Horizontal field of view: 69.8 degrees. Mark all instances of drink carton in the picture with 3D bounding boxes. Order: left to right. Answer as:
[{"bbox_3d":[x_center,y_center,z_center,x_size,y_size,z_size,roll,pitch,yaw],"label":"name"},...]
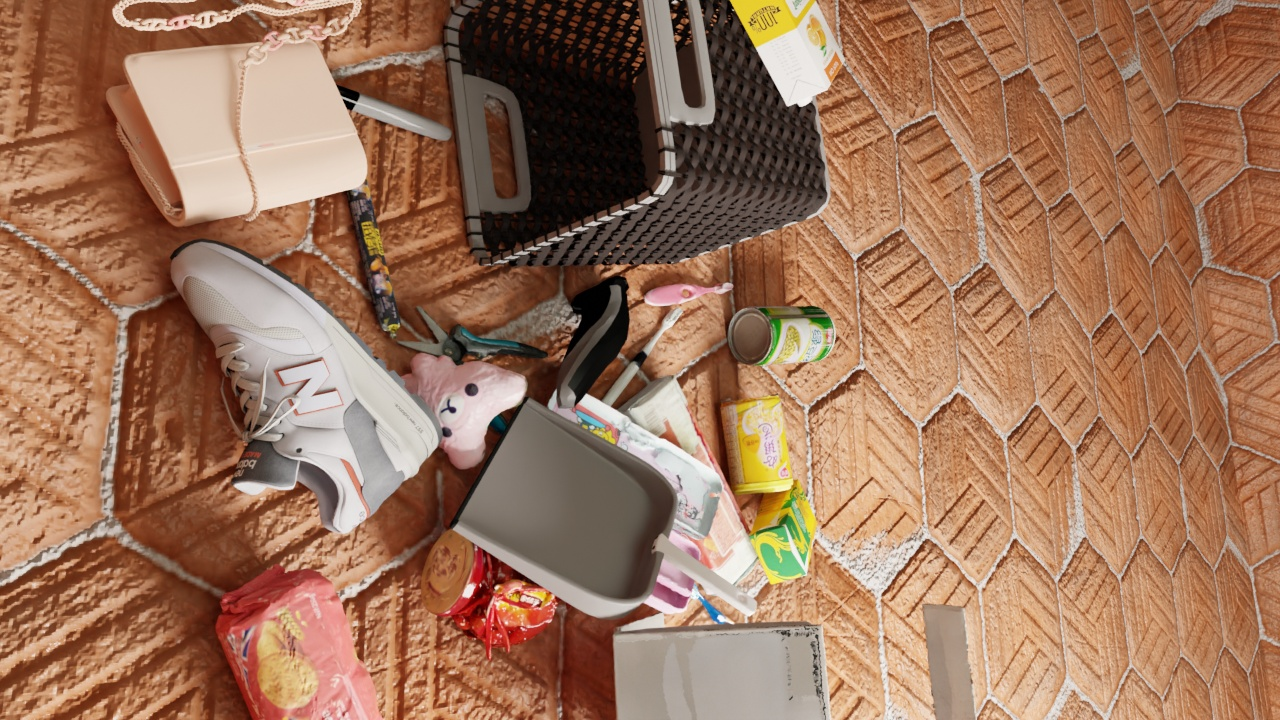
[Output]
[{"bbox_3d":[0.157,0.182,0.994,0.058,0.041,0.122,65,23,-10],"label":"drink carton"},{"bbox_3d":[0.125,-0.283,0.780,0.122,0.040,0.058,54,45,-24],"label":"drink carton"}]

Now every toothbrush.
[{"bbox_3d":[-0.006,0.005,0.931,0.012,0.017,0.186,40,54,-4],"label":"toothbrush"},{"bbox_3d":[0.054,-0.075,1.005,0.134,0.016,0.021,-12,88,-44],"label":"toothbrush"},{"bbox_3d":[0.085,0.271,0.952,0.135,0.021,0.017,49,12,-23],"label":"toothbrush"}]

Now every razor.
[{"bbox_3d":[-0.045,-0.014,0.859,0.060,0.057,0.155,12,47,-1],"label":"razor"}]

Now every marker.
[{"bbox_3d":[-0.224,-0.212,0.786,0.138,0.016,0.022,13,103,-41],"label":"marker"}]

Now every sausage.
[{"bbox_3d":[-0.222,-0.093,0.755,0.020,0.020,0.155,-13,89,-43],"label":"sausage"}]

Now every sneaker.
[{"bbox_3d":[-0.252,0.033,0.651,0.240,0.089,0.124,45,51,-30],"label":"sneaker"}]

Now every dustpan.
[{"bbox_3d":[-0.014,0.145,0.767,0.257,0.033,0.162,36,36,-9],"label":"dustpan"}]

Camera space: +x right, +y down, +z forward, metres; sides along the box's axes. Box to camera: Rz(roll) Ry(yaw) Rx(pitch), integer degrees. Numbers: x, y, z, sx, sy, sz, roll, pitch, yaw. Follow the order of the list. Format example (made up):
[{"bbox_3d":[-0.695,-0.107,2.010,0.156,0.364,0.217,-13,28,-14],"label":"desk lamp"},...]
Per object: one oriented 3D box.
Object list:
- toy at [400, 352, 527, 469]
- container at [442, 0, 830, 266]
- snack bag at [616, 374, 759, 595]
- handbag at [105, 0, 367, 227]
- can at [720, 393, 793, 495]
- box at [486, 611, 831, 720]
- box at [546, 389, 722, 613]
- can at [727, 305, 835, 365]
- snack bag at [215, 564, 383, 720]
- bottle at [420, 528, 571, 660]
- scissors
[{"bbox_3d":[-0.154,0.032,0.759,0.096,0.099,0.052,34,15,-9],"label":"toy"},{"bbox_3d":[0.002,-0.223,0.840,0.243,0.246,0.247,-2,81,-46],"label":"container"},{"bbox_3d":[0.052,0.129,0.942,0.077,0.041,0.225,-37,107,-40],"label":"snack bag"},{"bbox_3d":[-0.258,-0.178,0.625,0.198,0.188,0.116,-28,93,-47],"label":"handbag"},{"bbox_3d":[0.126,0.091,0.998,0.067,0.068,0.105,-1,81,-43],"label":"can"},{"bbox_3d":[-0.020,0.319,0.833,0.164,0.447,0.167,5,76,-34],"label":"box"},{"bbox_3d":[-0.022,0.130,0.851,0.201,0.041,0.153,33,51,-19],"label":"box"},{"bbox_3d":[0.165,-0.029,1.060,0.120,0.067,0.067,-4,83,-43],"label":"can"},{"bbox_3d":[-0.229,0.227,0.637,0.082,0.082,0.176,-26,99,-43],"label":"snack bag"},{"bbox_3d":[-0.110,0.186,0.742,0.111,0.099,0.098,29,62,-37],"label":"bottle"},{"bbox_3d":[-0.137,0.000,0.812,0.117,0.019,0.148,-46,109,-38],"label":"scissors"}]
